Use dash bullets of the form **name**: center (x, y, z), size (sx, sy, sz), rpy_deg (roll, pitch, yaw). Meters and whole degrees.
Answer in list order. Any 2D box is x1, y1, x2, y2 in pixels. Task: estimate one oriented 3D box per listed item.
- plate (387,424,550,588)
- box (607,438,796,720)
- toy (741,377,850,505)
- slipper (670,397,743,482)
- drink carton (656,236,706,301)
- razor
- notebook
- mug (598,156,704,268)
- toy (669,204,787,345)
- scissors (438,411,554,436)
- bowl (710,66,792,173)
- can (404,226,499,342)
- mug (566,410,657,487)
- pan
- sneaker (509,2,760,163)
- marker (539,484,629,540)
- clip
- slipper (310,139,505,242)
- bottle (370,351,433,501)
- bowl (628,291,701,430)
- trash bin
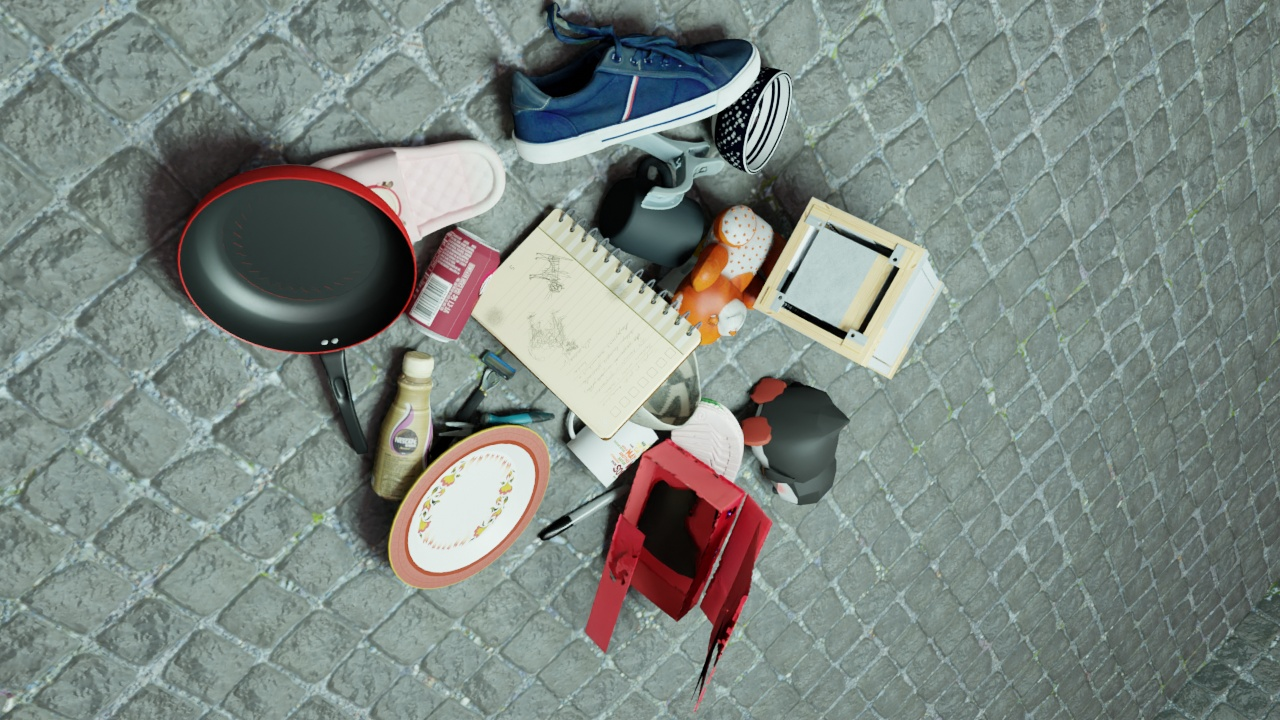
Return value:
- **plate**: center (-0.202, 0.171, 1.090), size (0.229, 0.021, 0.230), rpy_deg (-32, 140, -31)
- **box**: center (0.087, 0.269, 1.130), size (0.121, 0.318, 0.211), rpy_deg (-5, 129, -30)
- **toy**: center (0.231, 0.130, 1.284), size (0.184, 0.140, 0.158), rpy_deg (69, 35, -43)
- **slipper**: center (0.089, 0.131, 1.227), size (0.094, 0.064, 0.240), rpy_deg (12, 133, 10)
- **drink carton**: center (0.083, -0.107, 1.150), size (0.122, 0.040, 0.058), rpy_deg (-45, 126, -6)
- **razor**: center (-0.201, 0.057, 1.073), size (0.043, 0.022, 0.144), rpy_deg (37, 96, 6)
- **notebook**: center (-0.062, -0.047, 1.009), size (0.167, 0.225, 0.024), rpy_deg (-47, 170, -4)
- **mug**: center (0.013, -0.177, 1.060), size (0.094, 0.085, 0.121), rpy_deg (15, 75, -34)
- **toy**: center (0.100, -0.091, 1.080), size (0.172, 0.093, 0.163), rpy_deg (-58, 150, 8)
- **scissors**: center (-0.164, 0.085, 1.090), size (0.123, 0.019, 0.149), rpy_deg (-36, 142, -5)
- **bowl**: center (0.121, -0.285, 1.069), size (0.119, 0.066, 0.120), rpy_deg (-49, 153, -35)
- **can**: center (-0.201, -0.081, 0.982), size (0.063, 0.063, 0.114), rpy_deg (26, 97, -36)
- **mug**: center (-0.045, 0.091, 1.151), size (0.089, 0.073, 0.105), rpy_deg (-43, 100, -7)
- **pan**: center (-0.319, -0.040, 0.921), size (0.209, 0.067, 0.357), rpy_deg (-9, 136, -8)
- **sneaker**: center (-0.006, -0.315, 0.968), size (0.294, 0.120, 0.127), rpy_deg (-22, 133, -17)
- **marker**: center (-0.072, 0.201, 1.215), size (0.138, 0.016, 0.022), rpy_deg (-29, 154, -17)
- **clip**: center (0.009, -0.244, 1.043), size (0.173, 0.159, 0.030), rpy_deg (-39, 171, -49)
- **slipper**: center (-0.240, -0.164, 0.927), size (0.221, 0.056, 0.107), rpy_deg (-19, 121, -21)
- **bottle**: center (-0.259, 0.071, 1.019), size (0.059, 0.059, 0.166), rpy_deg (3, 109, -31)
- **bowl**: center (-0.007, 0.007, 1.103), size (0.081, 0.178, 0.178), rpy_deg (-23, 135, 33)
- **trash bin**: center (0.266, -0.081, 1.138), size (0.142, 0.142, 0.246), rpy_deg (-62, 158, 7)
